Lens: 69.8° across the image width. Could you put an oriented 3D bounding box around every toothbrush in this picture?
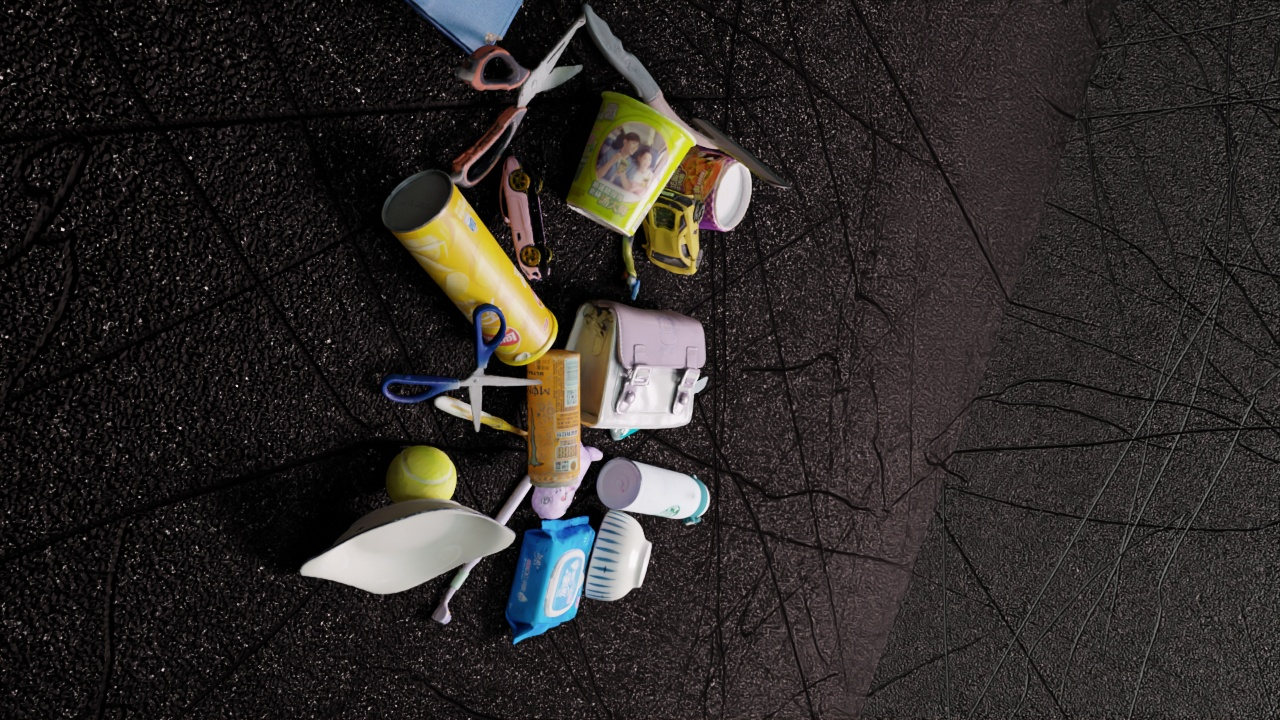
[{"bbox_3d":[-0.155,0.068,0.975,0.016,0.018,0.191,-53,148,3],"label":"toothbrush"},{"bbox_3d":[-0.172,0.207,1.024,0.021,0.029,0.188,39,68,-16],"label":"toothbrush"}]

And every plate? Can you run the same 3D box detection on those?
[{"bbox_3d":[-0.216,0.168,0.861,0.164,0.034,0.164,-24,151,10],"label":"plate"}]

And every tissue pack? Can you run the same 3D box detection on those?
[{"bbox_3d":[-0.108,0.266,1.117,0.094,0.052,0.157,3,103,-56],"label":"tissue pack"}]

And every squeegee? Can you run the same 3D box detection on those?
[{"bbox_3d":[0.022,-0.283,0.976,0.249,0.247,0.040,35,104,-32],"label":"squeegee"}]

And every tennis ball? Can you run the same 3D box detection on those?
[{"bbox_3d":[-0.209,0.114,0.876,0.065,0.065,0.065,-31,130,-45],"label":"tennis ball"}]

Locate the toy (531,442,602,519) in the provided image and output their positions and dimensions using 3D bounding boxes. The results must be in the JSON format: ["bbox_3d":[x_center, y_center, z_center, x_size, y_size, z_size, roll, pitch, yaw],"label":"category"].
[{"bbox_3d":[-0.091,0.139,1.088,0.084,0.039,0.108,41,71,-49],"label":"toy"}]

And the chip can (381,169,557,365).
[{"bbox_3d":[-0.153,-0.080,0.856,0.072,0.072,0.213,-58,144,-19],"label":"chip can"}]

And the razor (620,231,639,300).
[{"bbox_3d":[-0.012,-0.144,1.074,0.042,0.022,0.143,-80,172,-70],"label":"razor"}]

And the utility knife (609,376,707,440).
[{"bbox_3d":[0.030,0.062,1.251,0.222,0.013,0.029,-27,128,-47],"label":"utility knife"}]

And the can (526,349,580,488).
[{"bbox_3d":[-0.095,0.062,1.001,0.058,0.058,0.146,-9,102,-54],"label":"can"}]

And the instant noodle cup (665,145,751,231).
[{"bbox_3d":[0.071,-0.205,1.094,0.111,0.099,0.112,-28,127,-46],"label":"instant noodle cup"}]

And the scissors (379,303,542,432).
[{"bbox_3d":[-0.167,0.015,0.880,0.162,0.012,0.173,-15,140,-24],"label":"scissors"}]

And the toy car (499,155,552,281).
[{"bbox_3d":[-0.113,-0.137,0.891,0.056,0.037,0.122,-36,118,-77],"label":"toy car"}]

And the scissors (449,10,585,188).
[{"bbox_3d":[-0.115,-0.247,0.850,0.189,0.015,0.226,-66,164,15],"label":"scissors"}]

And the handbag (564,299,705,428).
[{"bbox_3d":[-0.006,0.006,1.100,0.196,0.098,0.145,4,97,-57],"label":"handbag"}]

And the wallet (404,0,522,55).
[{"bbox_3d":[-0.134,-0.335,0.776,0.106,0.040,0.133,28,92,-56],"label":"wallet"}]

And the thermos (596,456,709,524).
[{"bbox_3d":[0.026,0.183,1.258,0.224,0.073,0.073,25,86,-58],"label":"thermos"}]

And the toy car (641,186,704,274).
[{"bbox_3d":[0.037,-0.147,1.074,0.156,0.071,0.041,82,31,-59],"label":"toy car"}]

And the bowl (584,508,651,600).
[{"bbox_3d":[-0.025,0.255,1.182,0.116,0.066,0.116,15,88,-83],"label":"bowl"}]

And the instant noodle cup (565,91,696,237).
[{"bbox_3d":[-0.019,-0.201,0.967,0.111,0.112,0.123,22,96,-57],"label":"instant noodle cup"}]
